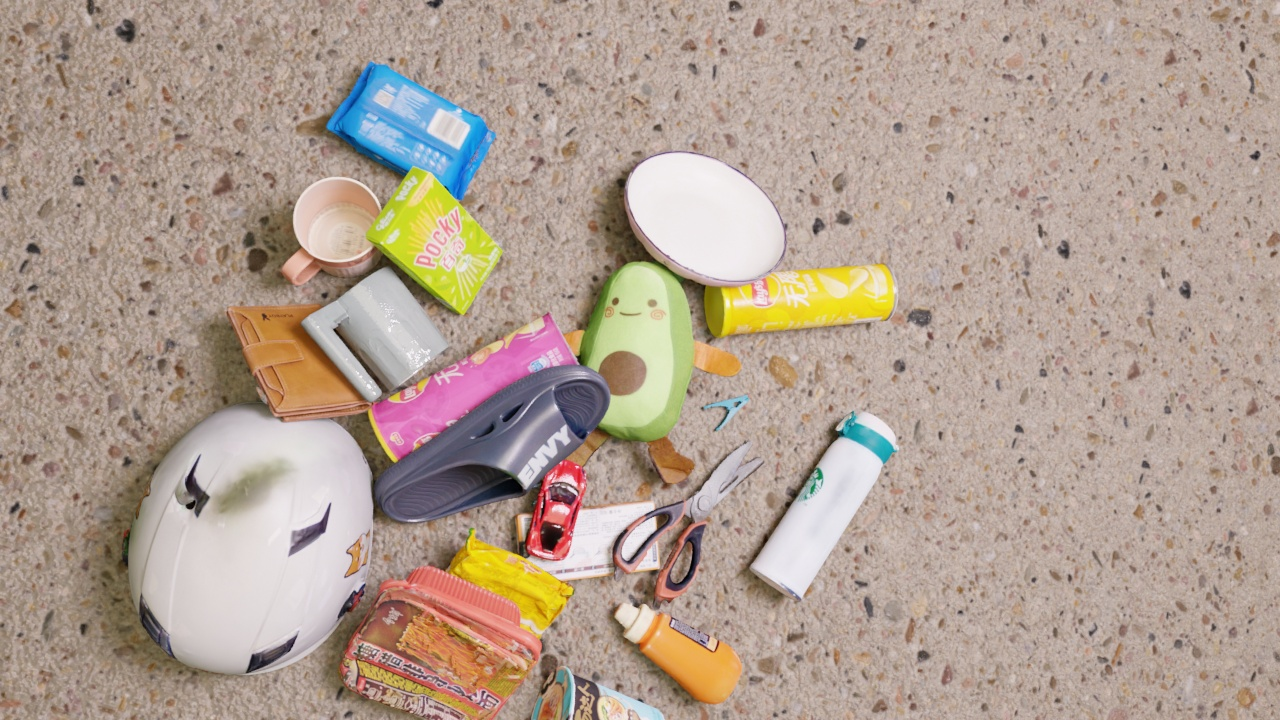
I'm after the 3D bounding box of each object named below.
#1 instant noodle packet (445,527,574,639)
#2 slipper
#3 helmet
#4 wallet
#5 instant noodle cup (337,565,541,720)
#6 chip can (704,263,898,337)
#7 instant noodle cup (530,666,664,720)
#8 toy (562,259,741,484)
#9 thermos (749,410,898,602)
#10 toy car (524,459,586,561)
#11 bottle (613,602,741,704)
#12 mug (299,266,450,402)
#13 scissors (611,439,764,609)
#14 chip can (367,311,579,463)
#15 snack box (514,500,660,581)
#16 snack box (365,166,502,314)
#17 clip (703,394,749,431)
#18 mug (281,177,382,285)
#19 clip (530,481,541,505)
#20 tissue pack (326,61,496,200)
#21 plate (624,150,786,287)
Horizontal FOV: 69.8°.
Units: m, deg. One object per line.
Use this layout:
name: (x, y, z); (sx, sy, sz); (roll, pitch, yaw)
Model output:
instant noodle packet: (-0.148, 0.240, 0.947); (0.128, 0.044, 0.111); (31, 116, -9)
slipper: (-0.139, 0.105, 0.913); (0.268, 0.111, 0.083); (-30, 51, 7)
helmet: (-0.368, 0.173, 0.860); (0.230, 0.157, 0.273); (18, 82, -11)
wallet: (-0.338, 0.001, 0.894); (0.118, 0.035, 0.130); (-3, 53, -53)
instant noodle cup: (-0.194, 0.277, 0.904); (0.164, 0.078, 0.189); (28, 125, -10)
chip can: (0.184, -0.070, 1.052); (0.213, 0.072, 0.072); (-5, 87, -13)
instant noodle cup: (-0.042, 0.386, 0.952); (0.120, 0.111, 0.111); (22, 81, -19)
toy: (-0.006, 0.006, 0.989); (0.227, 0.090, 0.246); (5, 88, 6)
thermos: (0.210, 0.160, 1.043); (0.073, 0.073, 0.224); (37, 78, -8)
toy car: (-0.088, 0.156, 0.965); (0.049, 0.031, 0.106); (17, 78, -11)
bottle: (0.036, 0.310, 0.996); (0.149, 0.067, 0.066); (34, 79, -1)
mug: (-0.266, -0.023, 0.924); (0.103, 0.084, 0.123); (52, 36, -7)
scissors: (0.063, 0.179, 1.017); (0.201, 0.015, 0.206); (4, 82, -24)
chip can: (-0.169, 0.028, 0.941); (0.210, 0.071, 0.071); (-28, 92, -2)
snack box: (-0.057, 0.197, 0.998); (0.153, 0.026, 0.075); (-4, 86, -14)
snack box: (-0.204, -0.117, 0.931); (0.026, 0.156, 0.085); (24, 77, 28)
clip: (0.101, 0.054, 1.053); (0.054, 0.013, 0.033); (-31, 94, -14)
mug: (-0.310, -0.119, 0.922); (0.081, 0.106, 0.114); (44, 78, -6)
clip: (-0.097, 0.135, 0.995); (0.058, 0.026, 0.042); (-25, 84, -14)
tissue pack: (-0.242, -0.242, 0.976); (0.157, 0.052, 0.095); (28, 78, -10)
plate: (0.068, -0.151, 1.018); (0.192, 0.039, 0.192); (12, 52, -16)
